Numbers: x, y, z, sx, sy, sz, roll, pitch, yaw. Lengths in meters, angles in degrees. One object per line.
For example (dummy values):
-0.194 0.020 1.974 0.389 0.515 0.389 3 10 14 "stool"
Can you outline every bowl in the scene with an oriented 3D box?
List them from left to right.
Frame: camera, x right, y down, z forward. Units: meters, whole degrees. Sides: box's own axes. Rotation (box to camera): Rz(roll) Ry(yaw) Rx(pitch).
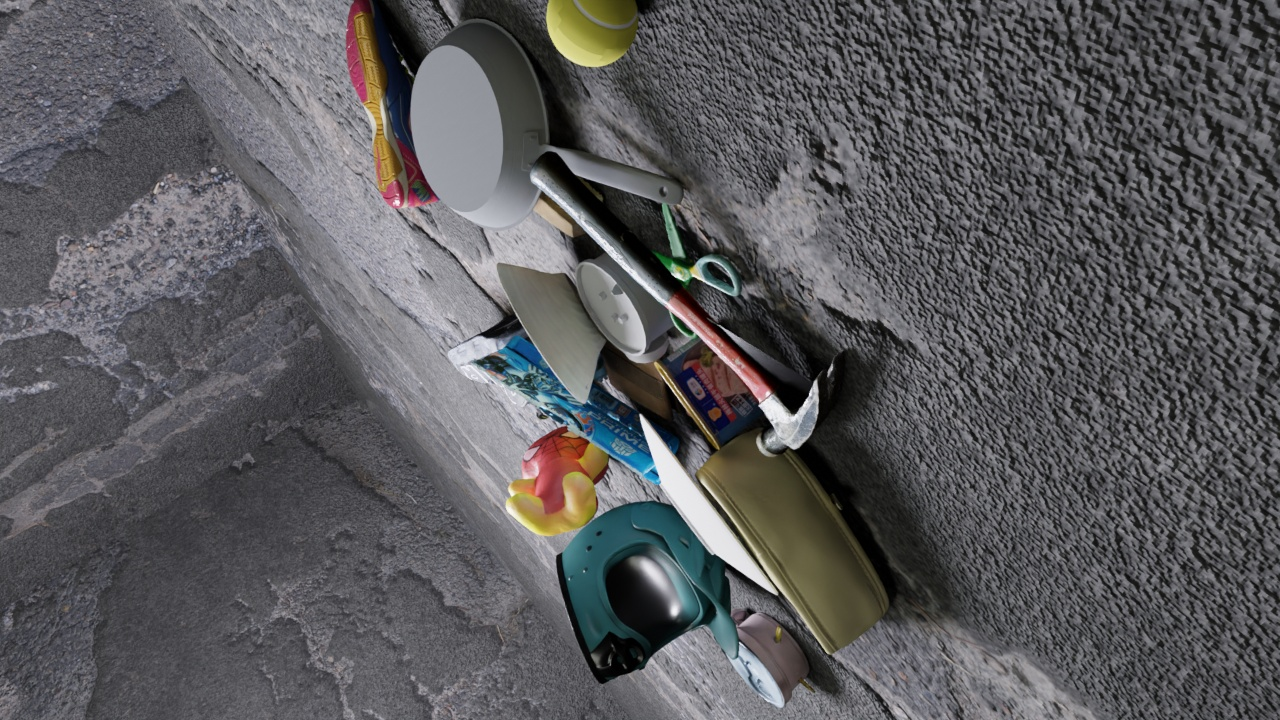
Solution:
-0.082 -0.043 0.982 0.176 0.058 0.176 59 -177 -5 "bowl"

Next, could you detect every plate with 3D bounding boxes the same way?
0.058 0.155 0.944 0.229 0.030 0.229 53 178 3 "plate"

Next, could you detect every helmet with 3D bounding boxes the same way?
0.016 0.281 1.143 0.274 0.200 0.176 -120 4 -70 "helmet"

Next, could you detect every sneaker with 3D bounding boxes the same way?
-0.283 -0.304 1.088 0.116 0.090 0.242 7 110 56 "sneaker"
-0.177 0.018 1.303 0.151 0.097 0.253 61 152 -9 "sneaker"

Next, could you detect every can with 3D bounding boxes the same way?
0.065 0.025 0.842 0.100 0.059 0.054 54 177 0 "can"

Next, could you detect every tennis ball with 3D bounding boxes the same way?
-0.034 -0.243 0.652 0.065 0.065 0.065 44 157 24 "tennis ball"

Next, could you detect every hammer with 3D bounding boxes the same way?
0.032 -0.058 0.764 0.326 0.036 0.141 45 150 5 "hammer"

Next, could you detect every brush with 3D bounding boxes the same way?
-0.082 -0.167 0.894 0.117 0.049 0.039 42 138 28 "brush"

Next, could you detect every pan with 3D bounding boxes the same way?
-0.106 -0.196 0.844 0.357 0.050 0.201 28 124 38 "pan"

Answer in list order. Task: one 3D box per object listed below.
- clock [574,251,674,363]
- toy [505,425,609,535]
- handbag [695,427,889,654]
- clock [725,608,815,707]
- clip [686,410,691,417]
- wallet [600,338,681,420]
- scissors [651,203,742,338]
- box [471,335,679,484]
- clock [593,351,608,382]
-0.017 -0.054 0.909 0.120 0.061 0.159 51 158 8 "clock"
-0.107 0.162 1.279 0.216 0.147 0.099 -83 -22 -70 "toy"
0.150 0.176 0.894 0.233 0.088 0.191 53 174 4 "handbag"
0.158 0.389 1.216 0.117 0.058 0.158 59 159 -9 "clock"
0.069 0.058 0.959 0.060 0.023 0.044 41 158 44 "clip"
-0.006 0.006 1.027 0.121 0.026 0.099 32 148 43 "wallet"
0.041 -0.077 0.794 0.130 0.011 0.125 3 116 47 "scissors"
-0.069 0.053 1.095 0.243 0.070 0.171 32 176 11 "box"
-0.068 -0.017 1.112 0.087 0.042 0.123 40 160 32 "clock"
